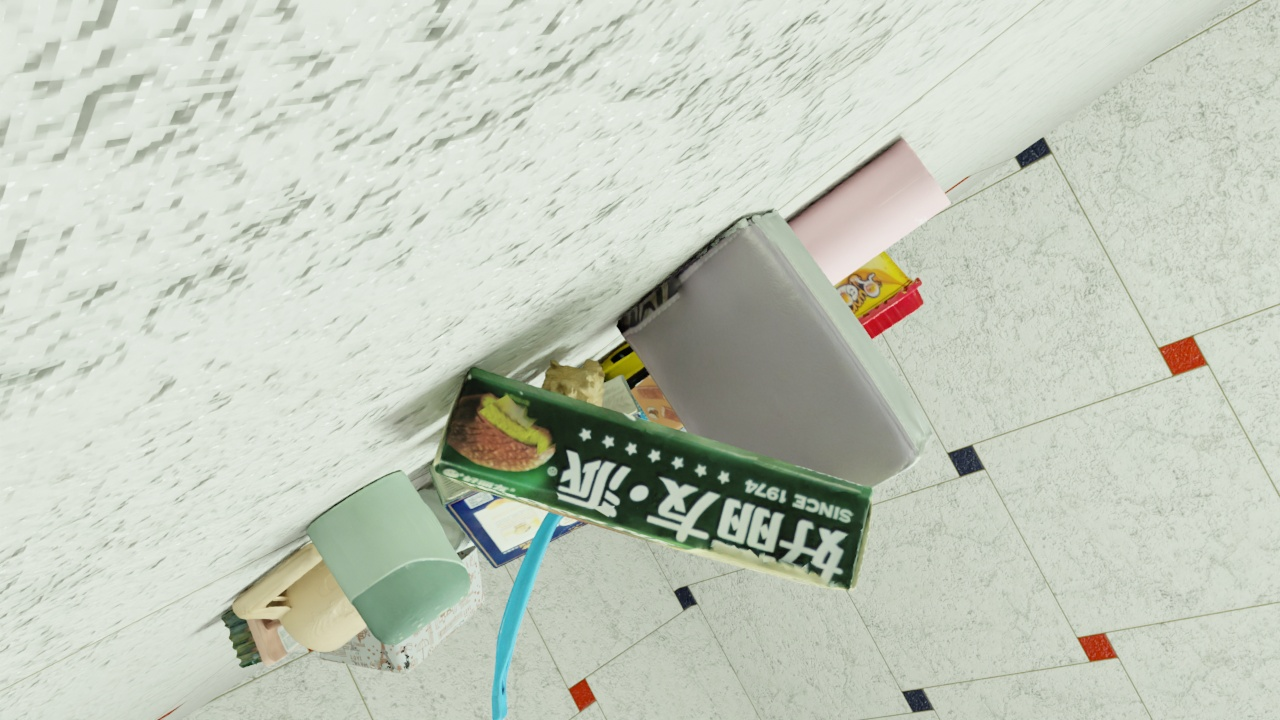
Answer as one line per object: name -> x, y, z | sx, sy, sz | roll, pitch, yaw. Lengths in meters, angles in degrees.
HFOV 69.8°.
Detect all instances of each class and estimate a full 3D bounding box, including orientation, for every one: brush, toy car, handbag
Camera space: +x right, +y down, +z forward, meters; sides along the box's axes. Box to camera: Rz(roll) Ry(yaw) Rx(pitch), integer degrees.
brush -> -0.069, 0.116, 0.633 | 0.083, 0.046, 0.254 | 84, 20, -78
brush -> -0.331, 0.241, 0.878 | 0.073, 0.063, 0.145 | -24, 177, 4
toy car -> -0.005, 0.005, 0.849 | 0.156, 0.041, 0.071 | -37, 175, 22
handbag -> 0.092, 0.014, 0.656 | 0.145, 0.197, 0.098 | -35, 176, 25

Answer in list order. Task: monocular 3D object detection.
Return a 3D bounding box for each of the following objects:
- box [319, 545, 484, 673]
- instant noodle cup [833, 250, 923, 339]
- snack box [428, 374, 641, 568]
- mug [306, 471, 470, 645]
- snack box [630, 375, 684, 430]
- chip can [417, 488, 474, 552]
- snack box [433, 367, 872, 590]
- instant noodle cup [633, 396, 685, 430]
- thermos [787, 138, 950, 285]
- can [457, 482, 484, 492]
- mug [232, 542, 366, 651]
box -> -0.292, 0.243, 1.078 | 0.149, 0.158, 0.181 | 2, -165, 21
instant noodle cup -> 0.197, -0.078, 0.891 | 0.116, 0.123, 0.116 | -36, 176, 18
snack box -> -0.079, 0.107, 0.836 | 0.178, 0.045, 0.183 | -25, 152, -8
mug -> -0.180, 0.147, 0.696 | 0.082, 0.106, 0.111 | -36, 176, 16
snack box -> 0.046, 0.014, 0.965 | 0.092, 0.094, 0.077 | -30, 174, -43
chip can -> -0.176, 0.162, 0.984 | 0.071, 0.071, 0.214 | -35, 171, 10
snack box -> 0.005, 0.075, 0.548 | 0.114, 0.240, 0.063 | 119, -12, -78
instant noodle cup -> -0.007, 0.051, 1.047 | 0.110, 0.099, 0.099 | -27, -179, 36
thermos -> 0.148, -0.096, 0.748 | 0.199, 0.067, 0.087 | -35, 171, 18
can -> -0.101, 0.064, 0.683 | 0.058, 0.058, 0.116 | -35, 175, 6
mug -> -0.268, 0.191, 0.796 | 0.104, 0.084, 0.124 | -37, 148, 21
